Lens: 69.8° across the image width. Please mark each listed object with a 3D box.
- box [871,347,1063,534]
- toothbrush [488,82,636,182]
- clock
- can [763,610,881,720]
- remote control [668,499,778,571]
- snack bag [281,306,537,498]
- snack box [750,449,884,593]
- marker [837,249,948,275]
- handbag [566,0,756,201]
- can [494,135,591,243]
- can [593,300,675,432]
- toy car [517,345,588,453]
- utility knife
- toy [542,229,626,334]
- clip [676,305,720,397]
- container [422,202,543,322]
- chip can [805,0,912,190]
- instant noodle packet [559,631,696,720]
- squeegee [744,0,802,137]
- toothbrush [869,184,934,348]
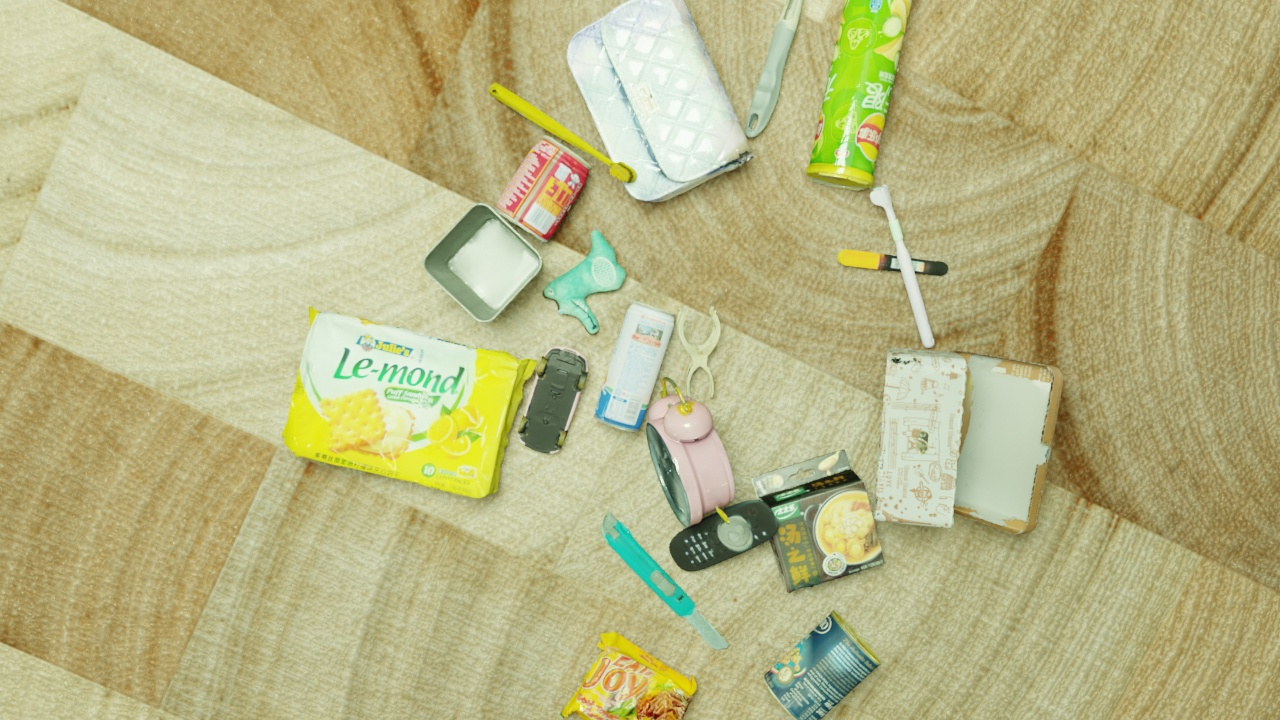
[{"bbox_3d":[0.340,0.084,0.957,0.178,0.152,0.182,5,96,16],"label":"box"},{"bbox_3d":[-0.083,-0.235,0.944,0.190,0.016,0.016,35,117,15],"label":"toothbrush"},{"bbox_3d":[0.048,0.093,0.967,0.059,0.117,0.158,-20,99,-11],"label":"clock"},{"bbox_3d":[0.200,0.344,1.017,0.111,0.075,0.075,-44,96,3],"label":"can"},{"bbox_3d":[0.092,0.191,1.006,0.137,0.024,0.053,-31,90,28],"label":"remote control"},{"bbox_3d":[-0.247,0.045,0.973,0.246,0.068,0.158,14,96,-4],"label":"snack bag"},{"bbox_3d":[0.196,0.178,1.016,0.113,0.053,0.126,-18,101,0],"label":"snack box"},{"bbox_3d":[0.276,-0.107,1.004,0.124,0.015,0.018,6,97,-5],"label":"marker"},{"bbox_3d":[0.017,-0.265,0.939,0.134,0.075,0.194,-25,96,13],"label":"handbag"},{"bbox_3d":[-0.100,-0.179,0.956,0.066,0.066,0.094,33,94,-5],"label":"can"},{"bbox_3d":[-0.006,0.006,0.985,0.053,0.053,0.134,18,95,-4],"label":"can"},{"bbox_3d":[-0.095,0.042,0.996,0.056,0.037,0.122,20,107,-2],"label":"toy car"},{"bbox_3d":[0.026,0.252,1.032,0.029,0.013,0.207,-43,96,3],"label":"utility knife"},{"bbox_3d":[-0.058,-0.079,0.988,0.092,0.030,0.096,-30,104,6],"label":"toy"},{"bbox_3d":[0.077,-0.013,0.997,0.083,0.034,0.104,-20,101,1],"label":"clip"},{"bbox_3d":[-0.154,-0.099,0.938,0.090,0.114,0.090,44,93,-6],"label":"container"},{"bbox_3d":[0.229,-0.294,0.953,0.072,0.072,0.221,11,95,-3],"label":"chip can"},{"bbox_3d":[-0.012,0.379,1.030,0.128,0.044,0.111,30,90,-4],"label":"instant noodle packet"},{"bbox_3d":[0.152,-0.354,0.954,0.247,0.039,0.247,21,108,23],"label":"squeegee"},{"bbox_3d":[0.285,-0.097,0.989,0.029,0.021,0.189,-33,109,-31],"label":"toothbrush"}]
